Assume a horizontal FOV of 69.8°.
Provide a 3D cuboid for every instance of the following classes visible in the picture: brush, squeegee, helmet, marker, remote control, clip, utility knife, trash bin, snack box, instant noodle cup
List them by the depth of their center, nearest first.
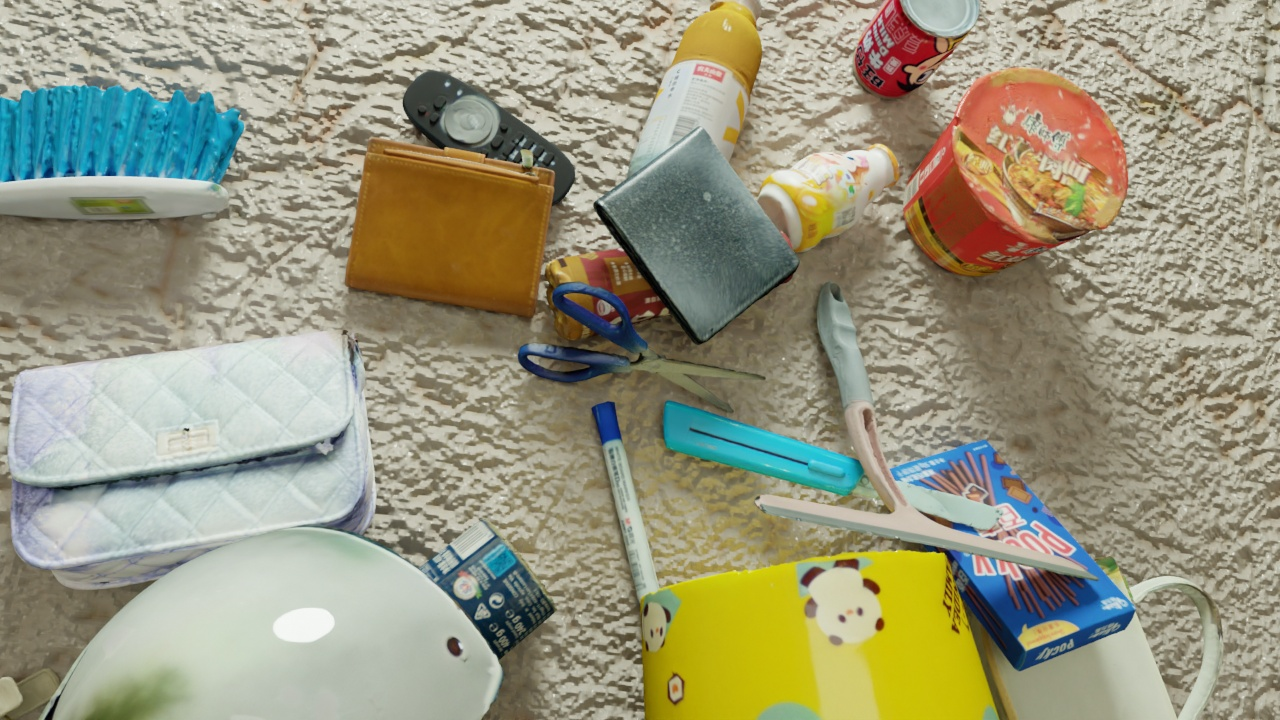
[{"bbox_3d":[-0.195,0.217,0.427,0.230,0.156,0.274,12,89,28],"label":"helmet"},{"bbox_3d":[-0.378,0.206,0.503,0.100,0.071,0.034,-30,82,-14],"label":"clip"},{"bbox_3d":[0.104,0.249,0.504,0.229,0.230,0.255,-3,69,-13],"label":"trash bin"},{"bbox_3d":[-0.420,-0.113,0.581,0.314,0.061,0.109,-2,79,-9],"label":"brush"},{"bbox_3d":[0.242,0.124,0.618,0.084,0.026,0.157,-15,44,-15],"label":"snack box"},{"bbox_3d":[0.154,0.036,0.621,0.247,0.040,0.249,14,40,-21],"label":"squeegee"},{"bbox_3d":[-0.009,0.099,0.622,0.017,0.017,0.145,-11,77,-14],"label":"marker"},{"bbox_3d":[0.127,0.074,0.627,0.238,0.018,0.034,16,72,8],"label":"utility knife"},{"bbox_3d":[-0.110,-0.159,0.668,0.136,0.024,0.053,35,77,-2],"label":"remote control"},{"bbox_3d":[0.272,-0.134,0.695,0.138,0.109,0.137,3,74,-11],"label":"instant noodle cup"}]

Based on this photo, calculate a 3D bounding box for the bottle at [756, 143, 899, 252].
[{"bbox_3d":[0.143,-0.127,0.692,0.108,0.063,0.063,-28,82,-18],"label":"bottle"}]

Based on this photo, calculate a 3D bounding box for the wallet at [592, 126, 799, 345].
[{"bbox_3d":[0.040,-0.084,0.618,0.097,0.019,0.121,-38,95,-15],"label":"wallet"}]

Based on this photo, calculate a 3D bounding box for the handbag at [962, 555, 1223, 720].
[{"bbox_3d":[0.320,0.220,0.626,0.178,0.063,0.163,-14,76,-9],"label":"handbag"}]

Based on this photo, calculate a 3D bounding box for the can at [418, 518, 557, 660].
[{"bbox_3d":[-0.114,0.157,0.553,0.111,0.075,0.075,-38,85,-19],"label":"can"}]

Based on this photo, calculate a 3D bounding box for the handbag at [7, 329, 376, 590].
[{"bbox_3d":[-0.260,0.054,0.548,0.193,0.076,0.134,-9,64,-15],"label":"handbag"}]

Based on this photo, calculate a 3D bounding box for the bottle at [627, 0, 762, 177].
[{"bbox_3d":[0.048,-0.197,0.689,0.068,0.068,0.189,21,71,-5],"label":"bottle"}]

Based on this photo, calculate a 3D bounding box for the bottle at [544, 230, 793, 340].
[{"bbox_3d":[0.023,-0.058,0.650,0.174,0.058,0.057,-13,77,-15],"label":"bottle"}]

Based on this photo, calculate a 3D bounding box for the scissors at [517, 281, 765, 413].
[{"bbox_3d":[-0.003,-0.005,0.615,0.162,0.164,0.012,-6,51,14],"label":"scissors"}]

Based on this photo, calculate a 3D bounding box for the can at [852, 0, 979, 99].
[{"bbox_3d":[0.214,-0.257,0.726,0.066,0.094,0.066,3,74,-11],"label":"can"}]

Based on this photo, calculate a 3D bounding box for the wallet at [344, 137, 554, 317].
[{"bbox_3d":[-0.128,-0.098,0.632,0.130,0.035,0.119,9,87,-8],"label":"wallet"}]
